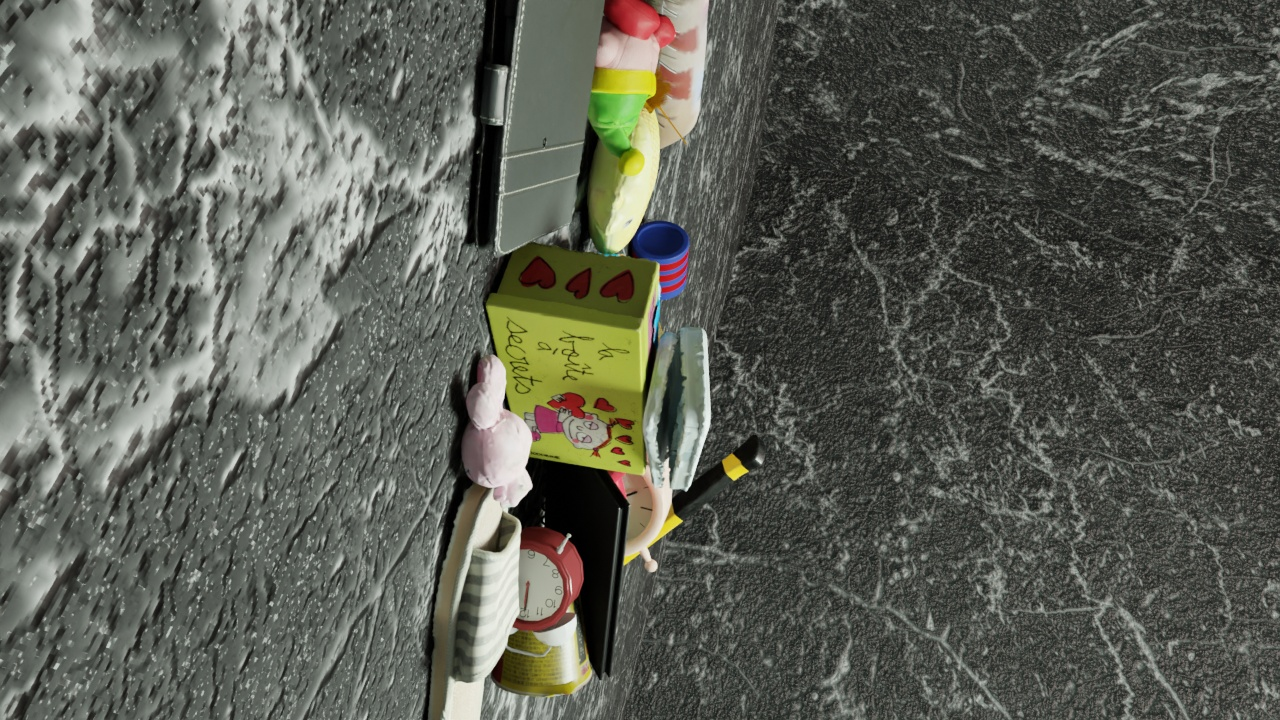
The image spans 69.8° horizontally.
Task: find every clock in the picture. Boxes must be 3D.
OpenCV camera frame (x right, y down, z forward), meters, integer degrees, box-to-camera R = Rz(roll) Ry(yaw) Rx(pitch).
[{"bbox_3d":[-0.030,0.146,1.034,0.086,0.131,0.161,-59,159,-67],"label":"clock"},{"bbox_3d":[-0.097,0.205,0.820,0.044,0.087,0.124,-33,132,-77],"label":"clock"}]

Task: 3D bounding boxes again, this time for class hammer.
[{"bbox_3d":[0.021,0.195,1.108,0.325,0.034,0.169,-40,-153,17],"label":"hammer"}]

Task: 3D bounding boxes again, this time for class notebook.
[{"bbox_3d":[-0.068,-0.186,0.642,0.169,0.029,0.209,-43,142,-67],"label":"notebook"},{"bbox_3d":[-0.062,0.179,0.919,0.169,0.019,0.232,50,-37,47],"label":"notebook"}]

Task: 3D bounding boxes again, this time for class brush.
[{"bbox_3d":[0.009,-0.259,0.858,0.126,0.017,0.048,49,37,-24],"label":"brush"}]

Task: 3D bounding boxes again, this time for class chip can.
[{"bbox_3d":[0.032,-0.336,0.975,0.230,0.080,0.079,92,13,-50],"label":"chip can"}]

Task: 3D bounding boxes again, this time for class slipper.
[{"bbox_3d":[-0.132,0.224,0.744,0.114,0.054,0.273,-68,169,-73],"label":"slipper"}]

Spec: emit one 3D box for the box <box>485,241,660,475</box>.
[{"bbox_3d":[-0.048,0.005,0.760,0.221,0.124,0.079,92,10,-57],"label":"box"}]

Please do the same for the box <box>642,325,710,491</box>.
[{"bbox_3d":[0.036,0.051,0.806,0.214,0.063,0.118,83,15,-65],"label":"box"}]

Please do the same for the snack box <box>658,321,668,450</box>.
[{"bbox_3d":[-0.006,0.006,1.019,0.207,0.057,0.104,-105,-166,-64],"label":"snack box"}]

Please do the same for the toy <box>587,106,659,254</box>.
[{"bbox_3d":[-0.020,-0.178,0.911,0.154,0.064,0.171,-87,-171,-51],"label":"toy"}]

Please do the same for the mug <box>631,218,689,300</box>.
[{"bbox_3d":[0.021,-0.147,1.231,0.076,0.075,0.111,91,-13,-51],"label":"mug"}]

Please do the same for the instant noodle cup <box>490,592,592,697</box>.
[{"bbox_3d":[-0.098,0.256,0.906,0.100,0.100,0.112,-33,123,-78],"label":"instant noodle cup"}]

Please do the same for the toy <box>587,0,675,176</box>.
[{"bbox_3d":[-0.017,-0.232,0.766,0.131,0.097,0.124,-61,170,15],"label":"toy"}]

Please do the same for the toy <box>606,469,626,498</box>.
[{"bbox_3d":[-0.046,0.131,0.956,0.045,0.091,0.135,-14,134,-43],"label":"toy"}]

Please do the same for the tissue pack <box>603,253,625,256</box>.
[{"bbox_3d":[-0.032,-0.053,0.874,0.144,0.062,0.093,-30,100,-75],"label":"tissue pack"}]

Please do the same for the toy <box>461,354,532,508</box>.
[{"bbox_3d":[-0.109,0.054,0.678,0.063,0.047,0.110,-69,157,-63],"label":"toy"}]
